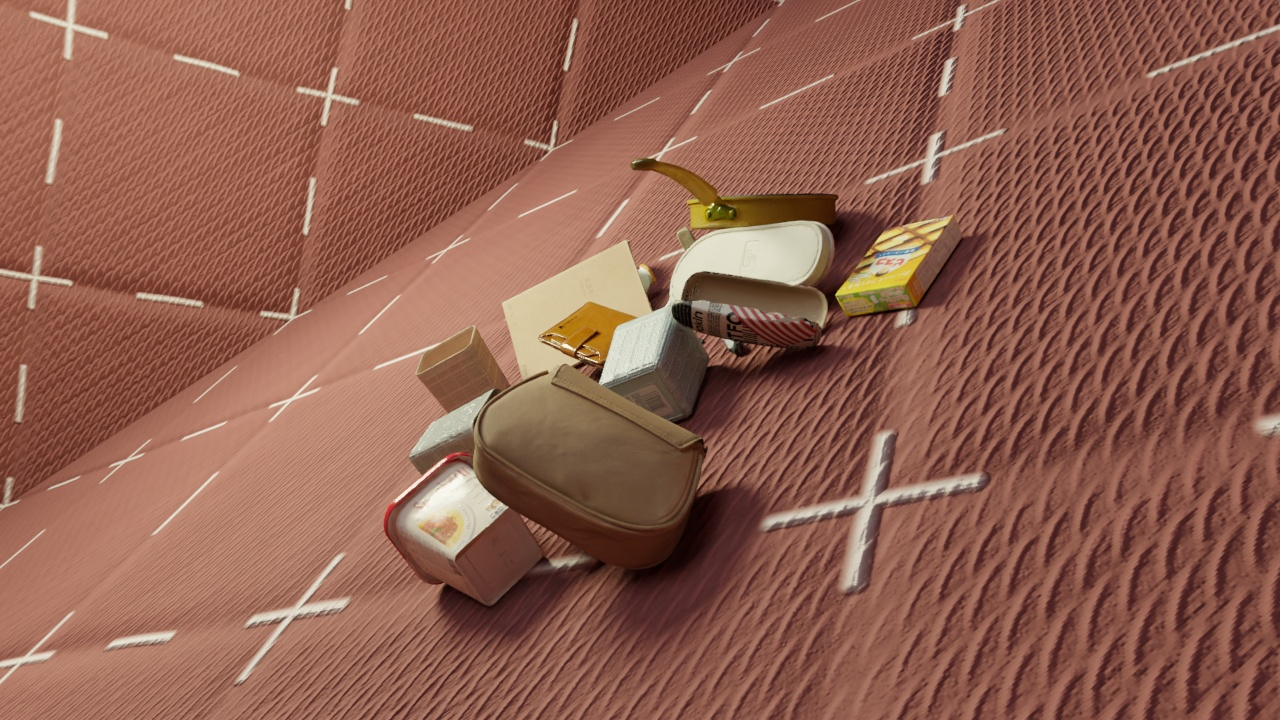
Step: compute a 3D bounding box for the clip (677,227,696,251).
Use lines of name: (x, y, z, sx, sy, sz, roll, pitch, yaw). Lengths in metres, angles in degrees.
clip: (0.084, -0.130, 1.248, 0.035, 0.099, 0.098, -26, -7, 18)

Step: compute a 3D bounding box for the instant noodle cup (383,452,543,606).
instant noodle cup: (-0.170, 0.171, 0.906, 0.116, 0.117, 0.124, -41, 36, -23)

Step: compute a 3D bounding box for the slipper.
slipper: (0.135, -0.109, 1.119, 0.275, 0.054, 0.114, -8, 69, 53)

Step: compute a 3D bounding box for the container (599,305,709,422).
container: (0.014, 0.014, 1.019, 0.090, 0.090, 0.111, -21, 27, 26)

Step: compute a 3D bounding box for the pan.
pan: (0.109, -0.205, 1.150, 0.198, 0.078, 0.356, 4, 9, 40)

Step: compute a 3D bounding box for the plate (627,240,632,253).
plate: (-0.102, -0.109, 1.442, 0.230, 0.027, 0.230, -38, 7, 6)

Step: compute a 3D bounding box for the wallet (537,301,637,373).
wallet: (-0.060, -0.029, 1.209, 0.118, 0.035, 0.131, -33, 38, -33)

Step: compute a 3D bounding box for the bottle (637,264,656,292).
bottle: (-0.029, -0.097, 1.342, 0.108, 0.063, 0.063, -37, 22, -14)

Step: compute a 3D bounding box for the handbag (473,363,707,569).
handbag: (-0.044, 0.094, 0.820, 0.204, 0.100, 0.147, 28, 49, 15)

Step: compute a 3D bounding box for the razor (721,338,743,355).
razor: (0.085, -0.050, 1.092, 0.043, 0.022, 0.142, -62, 35, 24)

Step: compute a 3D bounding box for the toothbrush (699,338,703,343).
toothbrush: (-0.007, 0.007, 1.155, 0.189, 0.018, 0.014, -22, 32, 18)

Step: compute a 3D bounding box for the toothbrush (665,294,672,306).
toothbrush: (0.067, -0.106, 1.285, 0.223, 0.027, 0.027, -49, 5, -39)

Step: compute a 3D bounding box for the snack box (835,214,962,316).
snack box: (0.280, -0.103, 0.991, 0.087, 0.034, 0.140, -7, 34, 47)

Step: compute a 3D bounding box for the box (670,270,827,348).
box: (0.118, -0.060, 0.987, 0.162, 0.075, 0.085, 8, 63, 15)

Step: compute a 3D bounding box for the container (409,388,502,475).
container: (-0.205, 0.106, 1.110, 0.114, 0.090, 0.090, -24, 22, 26)

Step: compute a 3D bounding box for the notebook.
notebook: (-0.091, -0.066, 1.302, 0.212, 0.012, 0.149, -26, 63, 13)

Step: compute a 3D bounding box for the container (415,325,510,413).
container: (-0.243, 0.028, 1.290, 0.090, 0.111, 0.090, -29, 22, 7)
